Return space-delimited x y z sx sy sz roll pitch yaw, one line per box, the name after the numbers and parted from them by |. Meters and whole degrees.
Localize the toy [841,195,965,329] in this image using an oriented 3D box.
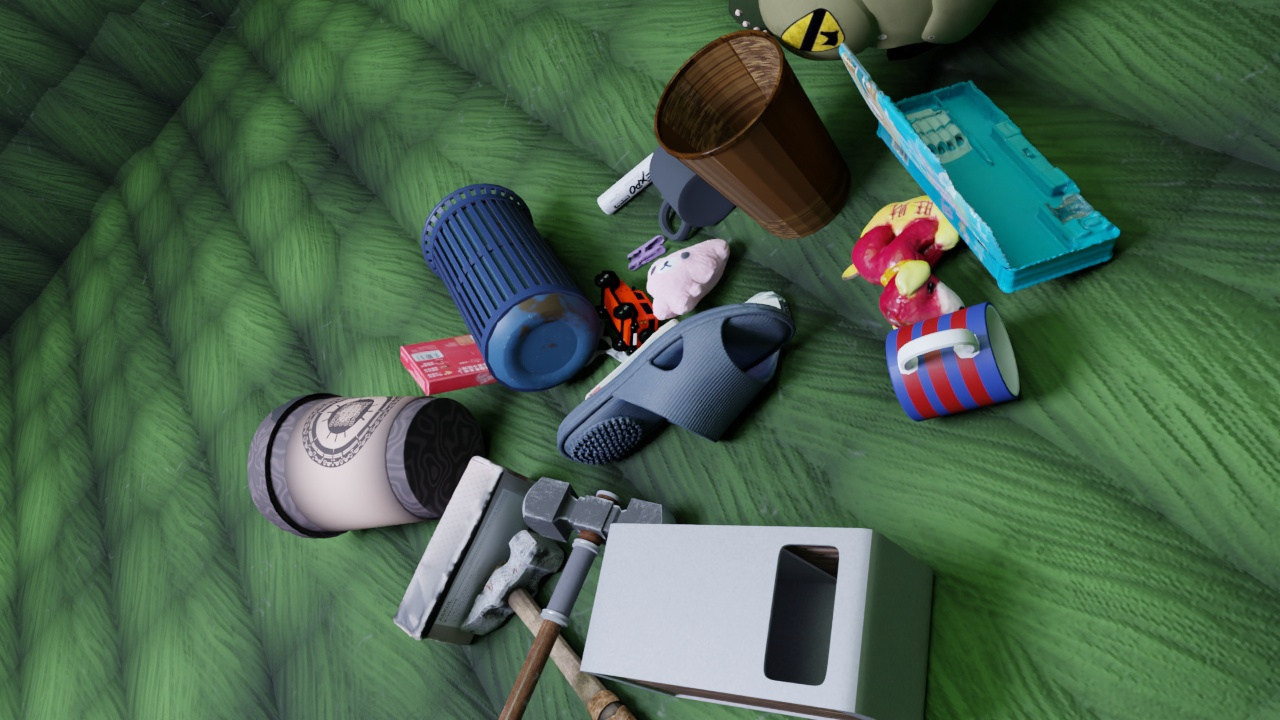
0.222 -0.084 0.776 0.106 0.067 0.137 -16 50 29 | toy

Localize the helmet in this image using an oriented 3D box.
0.216 -0.372 0.796 0.233 0.255 0.249 0 65 44 | helmet

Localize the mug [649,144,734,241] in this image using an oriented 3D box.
0.050 -0.178 0.981 0.105 0.071 0.077 -64 37 30 | mug

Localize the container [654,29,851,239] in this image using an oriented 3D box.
0.114 -0.199 0.858 0.132 0.167 0.132 -21 53 30 | container

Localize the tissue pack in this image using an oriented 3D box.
-0.174 0.191 0.927 0.071 0.104 0.181 17 79 29 | tissue pack

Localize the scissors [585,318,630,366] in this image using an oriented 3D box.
-0.022 -0.016 0.976 0.172 0.014 0.090 3 69 44 | scissors

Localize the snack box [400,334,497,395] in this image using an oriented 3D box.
-0.194 -0.001 1.042 0.089 0.132 0.021 41 133 47 | snack box

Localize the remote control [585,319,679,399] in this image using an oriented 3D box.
-0.005 0.005 0.908 0.125 0.038 0.018 -42 76 -12 | remote control

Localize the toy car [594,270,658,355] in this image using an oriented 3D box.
-0.015 -0.051 0.963 0.048 0.051 0.100 -12 42 -18 | toy car

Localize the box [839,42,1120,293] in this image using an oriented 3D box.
0.252 -0.154 0.738 0.084 0.172 0.227 -63 35 38 | box

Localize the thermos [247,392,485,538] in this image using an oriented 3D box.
-0.304 0.115 1.039 0.227 0.172 0.172 -7 61 31 | thermos

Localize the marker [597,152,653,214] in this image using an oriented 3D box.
0.004 -0.217 1.066 0.126 0.025 0.025 -36 47 18 | marker

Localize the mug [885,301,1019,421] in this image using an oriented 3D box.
0.227 -0.001 0.684 0.076 0.111 0.075 -18 70 32 | mug

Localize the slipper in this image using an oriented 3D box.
0.029 0.042 0.839 0.264 0.101 0.082 -34 47 25 | slipper

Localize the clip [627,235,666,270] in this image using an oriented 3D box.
0.007 -0.116 1.014 0.053 0.013 0.037 -14 56 37 | clip

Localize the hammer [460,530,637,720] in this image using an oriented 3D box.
-0.053 0.281 0.808 0.319 0.049 0.121 37 94 44 | hammer

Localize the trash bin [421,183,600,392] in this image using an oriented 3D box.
-0.146 -0.081 1.027 0.139 0.139 0.249 -46 44 9 | trash bin

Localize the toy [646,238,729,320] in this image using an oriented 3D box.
0.041 -0.078 0.927 0.099 0.053 0.095 -16 38 35 | toy

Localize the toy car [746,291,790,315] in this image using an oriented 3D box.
0.091 -0.030 0.875 0.106 0.033 0.048 -29 48 23 | toy car

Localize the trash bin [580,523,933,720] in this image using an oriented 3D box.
0.085 0.196 0.686 0.229 0.114 0.114 -7 61 38 | trash bin

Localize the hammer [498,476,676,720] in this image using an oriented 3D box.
-0.088 0.254 0.776 0.156 0.043 0.321 9 57 26 | hammer
